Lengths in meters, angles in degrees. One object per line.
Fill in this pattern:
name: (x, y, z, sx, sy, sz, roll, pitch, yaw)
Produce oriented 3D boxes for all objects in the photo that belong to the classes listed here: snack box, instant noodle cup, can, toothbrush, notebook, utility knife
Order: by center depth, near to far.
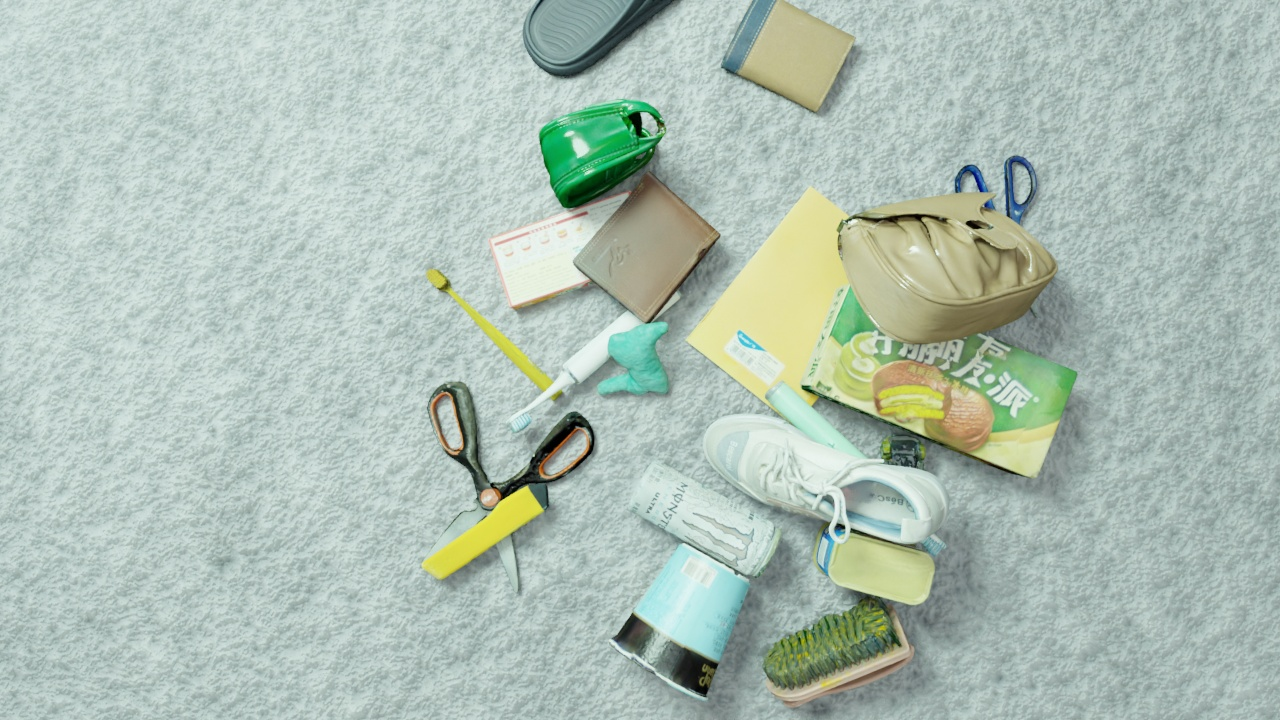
can: (0.226, 0.195, 0.890, 0.102, 0.083, 0.057, 14, 88, 3)
instant noodle cup: (0.046, 0.248, 0.892, 0.111, 0.111, 0.120, 29, 80, 4)
toothbrush: (0.210, 0.103, 0.896, 0.224, 0.026, 0.027, 44, 100, 14)
snack box: (0.289, 0.020, 0.903, 0.240, 0.063, 0.114, 23, 89, 1)
can: (0.063, 0.157, 0.912, 0.147, 0.058, 0.058, 29, 88, 4)
utility knife: (-0.154, 0.171, 0.926, 0.154, 0.015, 0.033, -34, 84, 3)
toothbrush: (-0.049, -0.004, 0.933, 0.221, 0.027, 0.026, -40, 74, -5)
notebook: (0.166, -0.056, 0.943, 0.146, 0.010, 0.206, 38, 89, 4)
snack box: (-0.072, -0.113, 0.948, 0.156, 0.027, 0.077, -18, 87, 1)
toothbrush: (-0.153, -0.028, 0.952, 0.190, 0.016, 0.015, 44, 90, 4)

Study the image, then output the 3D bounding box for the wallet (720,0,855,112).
wallet: (0.152, -0.320, 0.948, 0.115, 0.033, 0.090, 27, 91, 3)

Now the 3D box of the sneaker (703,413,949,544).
sneaker: (0.159, 0.117, 0.859, 0.242, 0.090, 0.089, 16, 108, 27)

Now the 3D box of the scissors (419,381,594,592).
scissors: (-0.150, 0.120, 0.942, 0.234, 0.022, 0.221, -34, 86, 0)

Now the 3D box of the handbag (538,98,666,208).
handbag: (-0.037, -0.205, 0.901, 0.120, 0.131, 0.068, -21, 90, -2)

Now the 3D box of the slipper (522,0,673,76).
slipper: (-0.014, -0.405, 0.935, 0.268, 0.083, 0.110, -44, 88, 1)

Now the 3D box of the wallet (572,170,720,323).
wallet: (0.006, -0.112, 0.916, 0.101, 0.032, 0.124, 39, 87, 5)

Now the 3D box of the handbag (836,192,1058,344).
handbag: (0.288, -0.096, 0.854, 0.204, 0.100, 0.147, -15, 55, -33)

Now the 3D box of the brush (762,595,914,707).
brush: (0.190, 0.292, 0.894, 0.146, 0.063, 0.073, -30, 115, 13)

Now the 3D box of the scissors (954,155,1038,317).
scissors: (0.365, -0.126, 0.938, 0.140, 0.012, 0.171, 20, 89, 2)

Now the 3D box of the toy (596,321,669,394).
toy: (-0.005, 0.005, 0.920, 0.096, 0.030, 0.092, -15, 130, 14)

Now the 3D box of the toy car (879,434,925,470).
toy car: (0.259, 0.119, 0.916, 0.043, 0.036, 0.091, 2, 89, 4)
